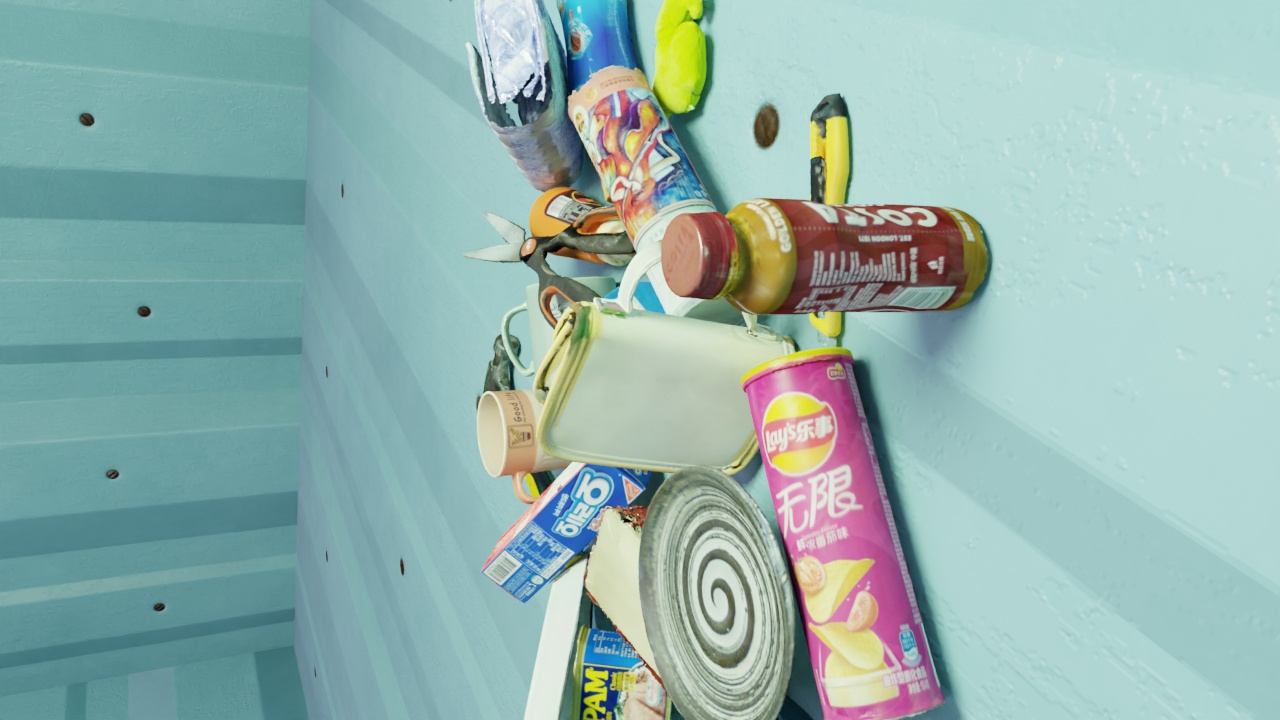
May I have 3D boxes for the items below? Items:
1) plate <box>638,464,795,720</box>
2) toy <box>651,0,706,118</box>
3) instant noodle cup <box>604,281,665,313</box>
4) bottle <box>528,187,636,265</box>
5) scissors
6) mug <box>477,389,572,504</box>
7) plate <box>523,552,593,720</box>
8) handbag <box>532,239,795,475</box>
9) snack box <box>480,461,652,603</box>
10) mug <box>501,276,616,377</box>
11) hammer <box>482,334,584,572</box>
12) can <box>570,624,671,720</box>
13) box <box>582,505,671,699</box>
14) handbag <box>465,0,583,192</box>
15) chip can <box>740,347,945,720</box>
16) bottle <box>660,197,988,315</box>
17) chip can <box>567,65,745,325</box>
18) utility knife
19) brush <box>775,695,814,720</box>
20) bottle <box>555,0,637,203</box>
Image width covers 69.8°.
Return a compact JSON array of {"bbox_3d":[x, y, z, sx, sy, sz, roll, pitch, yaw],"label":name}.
[{"bbox_3d":[0.051,0.156,0.598,0.180,0.024,0.179,7,98,62],"label":"plate"},{"bbox_3d":[0.030,-0.243,0.721,0.097,0.031,0.100,129,135,-55],"label":"toy"},{"bbox_3d":[-0.004,0.004,0.753,0.110,0.099,0.099,123,136,-59],"label":"instant noodle cup"},{"bbox_3d":[-0.046,-0.119,0.848,0.149,0.066,0.067,28,117,50],"label":"bottle"},{"bbox_3d":[-0.091,-0.086,0.815,0.228,0.021,0.197,-17,57,33],"label":"scissors"},{"bbox_3d":[-0.096,0.083,0.908,0.082,0.105,0.114,-38,60,57],"label":"mug"},{"bbox_3d":[-0.073,0.294,0.823,0.265,0.034,0.162,-82,-5,-49],"label":"plate"},{"bbox_3d":[0.023,-0.006,0.621,0.063,0.163,0.179,-105,32,-47],"label":"handbag"},{"bbox_3d":[-0.067,0.141,0.836,0.208,0.057,0.058,-48,8,33],"label":"snack box"},{"bbox_3d":[-0.074,-0.018,0.855,0.082,0.112,0.106,-5,-90,-83],"label":"mug"},{"bbox_3d":[-0.122,0.121,1.039,0.323,0.031,0.126,61,142,39],"label":"hammer"},{"bbox_3d":[-0.014,0.283,0.783,0.057,0.083,0.102,-67,-19,-77],"label":"can"},{"bbox_3d":[0.019,0.183,0.715,0.168,0.076,0.091,36,113,52],"label":"box"},{"bbox_3d":[-0.101,-0.241,0.834,0.194,0.075,0.134,50,-150,-81],"label":"handbag"},{"bbox_3d":[0.117,0.102,0.547,0.072,0.071,0.210,-37,60,57],"label":"chip can"},{"bbox_3d":[0.095,-0.052,0.465,0.057,0.174,0.057,9,100,61],"label":"bottle"},{"bbox_3d":[0.015,-0.121,0.691,0.214,0.071,0.071,65,146,23],"label":"chip can"},{"bbox_3d":[0.119,-0.085,0.586,0.033,0.015,0.168,-171,80,-64],"label":"utility knife"},{"bbox_3d":[0.104,0.274,0.605,0.143,0.055,0.074,57,141,44],"label":"brush"},{"bbox_3d":[-0.031,-0.244,0.801,0.065,0.065,0.218,-26,71,60],"label":"bottle"}]
